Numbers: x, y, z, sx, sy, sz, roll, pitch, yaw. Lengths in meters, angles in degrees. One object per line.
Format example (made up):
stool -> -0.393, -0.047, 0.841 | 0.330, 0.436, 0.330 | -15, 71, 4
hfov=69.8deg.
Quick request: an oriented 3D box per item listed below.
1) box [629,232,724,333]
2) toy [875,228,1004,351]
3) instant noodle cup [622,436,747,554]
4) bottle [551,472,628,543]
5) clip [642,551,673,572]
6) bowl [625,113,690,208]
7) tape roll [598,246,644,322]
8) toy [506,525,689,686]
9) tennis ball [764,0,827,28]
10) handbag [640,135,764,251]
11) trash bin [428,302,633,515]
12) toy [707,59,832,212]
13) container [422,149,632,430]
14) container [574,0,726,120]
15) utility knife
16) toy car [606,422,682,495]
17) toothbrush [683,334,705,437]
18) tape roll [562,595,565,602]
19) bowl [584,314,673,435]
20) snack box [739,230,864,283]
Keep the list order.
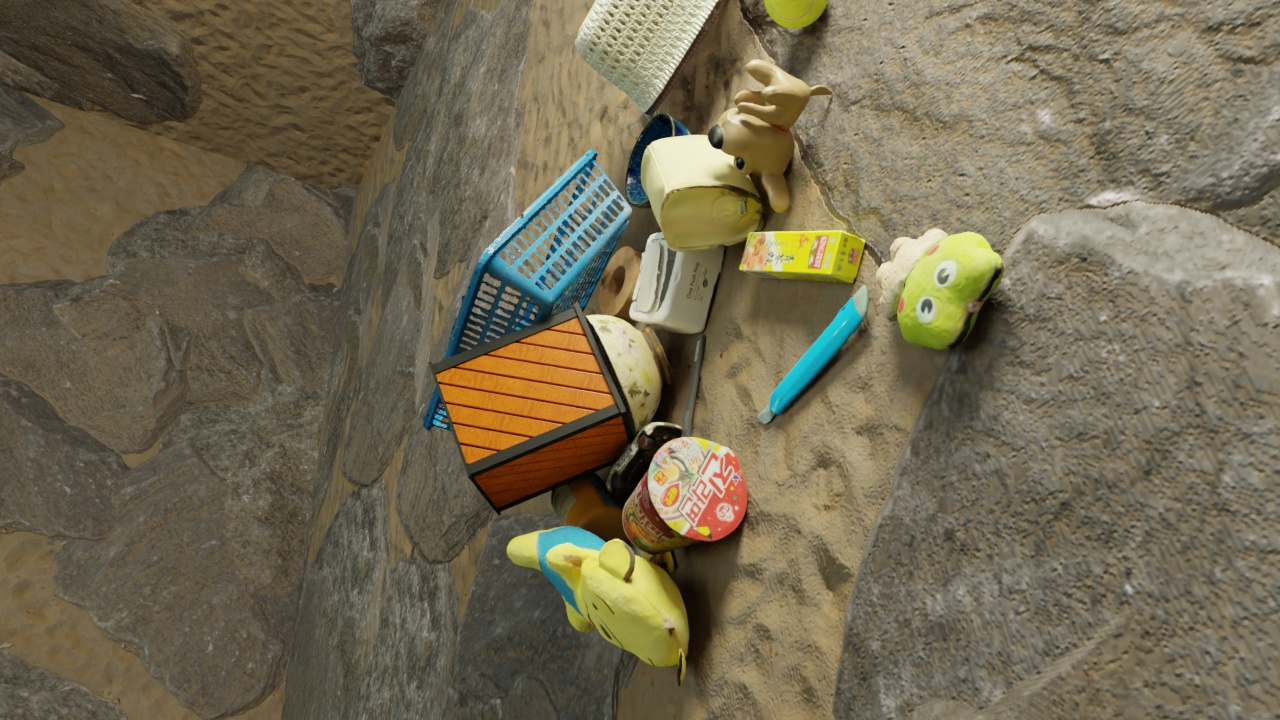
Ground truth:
box -> 0.022, -0.093, 1.017 | 0.102, 0.095, 0.107 | 11, 84, 62
toy -> 0.216, -0.059, 0.686 | 0.092, 0.043, 0.117 | -66, 26, 18
instant noodle cup -> 0.032, 0.140, 0.883 | 0.113, 0.100, 0.100 | 133, 143, -54
bottle -> -0.068, 0.166, 1.078 | 0.157, 0.067, 0.068 | 43, 114, 60
clip -> 0.012, 0.205, 0.954 | 0.046, 0.047, 0.054 | -36, 42, 15
bowl -> 0.034, -0.232, 1.100 | 0.115, 0.060, 0.114 | -38, 46, 52
tape roll -> -0.018, -0.096, 1.164 | 0.094, 0.027, 0.093 | -38, 44, 49
toy -> -0.029, 0.228, 0.909 | 0.083, 0.149, 0.214 | -48, 24, -23
tennis ball -> 0.158, -0.372, 0.932 | 0.065, 0.065, 0.065 | -38, 44, 49
handbag -> 0.065, -0.175, 0.962 | 0.119, 0.111, 0.081 | -106, 13, -50
trash bin -> -0.114, 0.057, 1.016 | 0.140, 0.171, 0.139 | 78, 168, -64
toy -> 0.123, -0.230, 0.902 | 0.134, 0.105, 0.108 | -107, 30, -41
container -> -0.138, -0.059, 1.154 | 0.256, 0.089, 0.363 | -54, -3, -40
container -> 0.028, -0.428, 1.097 | 0.252, 0.143, 0.184 | -55, 16, 23
utility knife -> 0.150, 0.002, 0.809 | 0.175, 0.015, 0.031 | -53, 31, 39
toy car -> 0.003, 0.104, 0.997 | 0.113, 0.048, 0.040 | -55, 39, 31
toothbrush -> 0.053, 0.052, 0.972 | 0.013, 0.013, 0.167 | -17, 59, 59
tape roll -> -0.081, 0.249, 1.074 | 0.094, 0.018, 0.094 | 169, 90, -70
bowl -> -0.006, 0.006, 1.016 | 0.145, 0.063, 0.145 | 158, 91, -84
snack box -> 0.146, -0.097, 0.852 | 0.148, 0.029, 0.040 | 15, 90, 63
